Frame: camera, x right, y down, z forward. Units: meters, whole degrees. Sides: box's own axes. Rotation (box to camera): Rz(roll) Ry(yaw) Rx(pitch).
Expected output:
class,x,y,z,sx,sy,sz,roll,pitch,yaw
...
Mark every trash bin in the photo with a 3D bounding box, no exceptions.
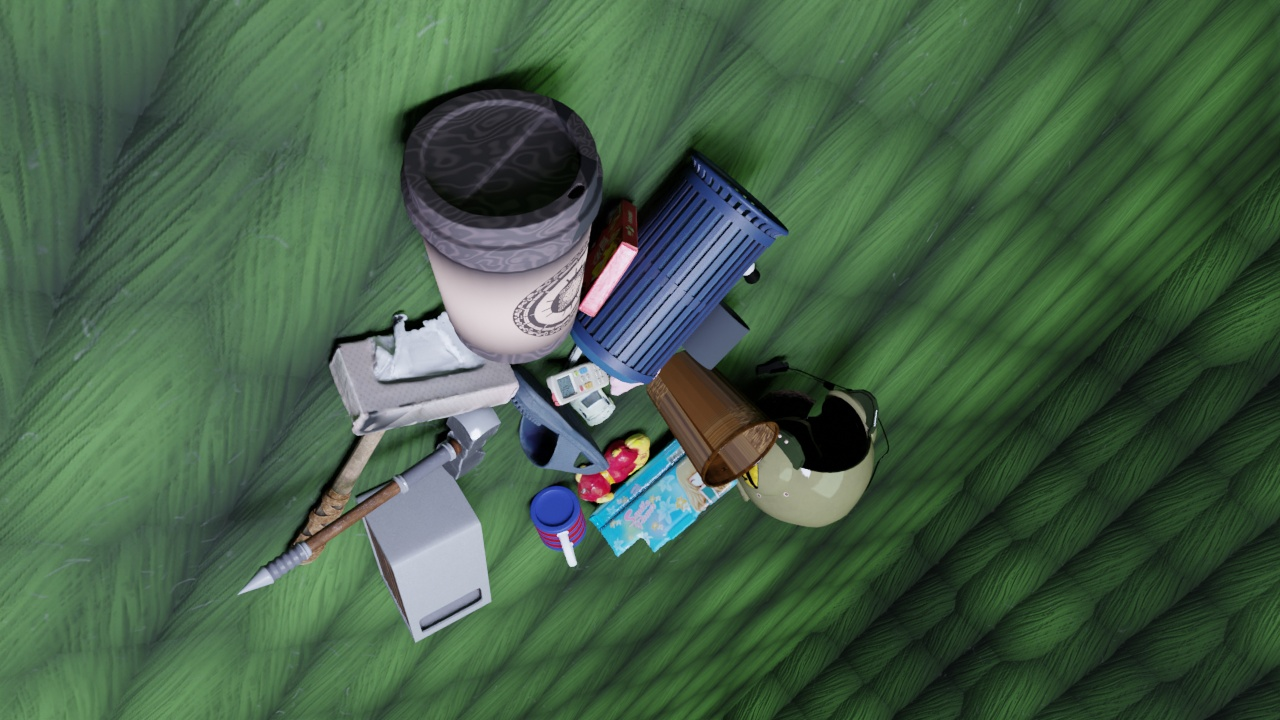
class,x,y,z,sx,sy,sz,roll,pitch,yaw
trash bin,0.034,-0.097,1.050,0.250,0.139,0.139,-49,148,16
trash bin,-0.281,0.254,1.210,0.114,0.114,0.229,-25,147,-23

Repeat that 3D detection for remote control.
class,x,y,z,sx,sy,sz,roll,pitch,yaw
remote control,-0.079,0.026,1.166,0.018,0.038,0.125,-18,-178,31

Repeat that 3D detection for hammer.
class,x,y,z,sx,sy,sz,roll,pitch,yaw
hammer,-0.301,0.160,1.030,0.321,0.043,0.156,-36,170,-33
hammer,-0.336,0.130,1.059,0.121,0.049,0.320,5,131,-46

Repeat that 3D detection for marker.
class,x,y,z,sx,sy,sz,roll,pitch,yaw
marker,0.134,-0.134,1.225,0.025,0.025,0.126,-42,150,5

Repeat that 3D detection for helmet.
class,x,y,z,sx,sy,sz,roll,pitch,yaw
helmet,0.244,0.138,1.459,0.249,0.255,0.233,-20,142,-29

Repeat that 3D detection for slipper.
class,x,y,z,sx,sy,sz,roll,pitch,yaw
slipper,-0.121,0.097,1.190,0.082,0.101,0.263,-40,146,0

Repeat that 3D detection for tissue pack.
class,x,y,z,sx,sy,sz,roll,pitch,yaw
tissue pack,-0.224,0.006,0.963,0.181,0.104,0.071,-12,156,-35

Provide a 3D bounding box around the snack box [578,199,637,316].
class,x,y,z,sx,sy,sz,roll,pitch,yaw
snack box,-0.034,-0.112,0.985,0.021,0.132,0.089,29,114,-16

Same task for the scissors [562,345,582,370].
class,x,y,z,sx,sy,sz,roll,pitch,yaw
scissors,-0.055,-0.042,1.156,0.090,0.014,0.172,-17,141,-29

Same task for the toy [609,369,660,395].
class,x,y,z,sx,sy,sz,roll,pitch,yaw
toy,-0.007,0.007,1.229,0.095,0.053,0.099,-46,153,-26

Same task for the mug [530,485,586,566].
class,x,y,z,sx,sy,sz,roll,pitch,yaw
mug,-0.119,0.256,1.390,0.075,0.111,0.076,-18,147,-5

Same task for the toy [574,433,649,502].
class,x,y,z,sx,sy,sz,roll,pitch,yaw
toy,-0.039,0.163,1.404,0.137,0.067,0.106,-37,154,-17

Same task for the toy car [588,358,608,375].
class,x,y,z,sx,sy,sz,roll,pitch,yaw
toy car,-0.022,-0.029,1.170,0.100,0.051,0.048,-48,-168,12

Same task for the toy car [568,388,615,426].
class,x,y,z,sx,sy,sz,roll,pitch,yaw
toy car,-0.065,0.061,1.267,0.048,0.033,0.105,-39,151,-3

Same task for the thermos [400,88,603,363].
class,x,y,z,sx,sy,sz,roll,pitch,yaw
thermos,-0.123,-0.110,0.854,0.172,0.172,0.227,-27,154,-20

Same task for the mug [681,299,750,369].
class,x,y,z,sx,sy,sz,roll,pitch,yaw
mug,0.088,-0.048,1.260,0.105,0.071,0.077,36,105,-31

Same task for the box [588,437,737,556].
class,x,y,z,sx,sy,sz,roll,pitch,yaw
box,0.024,0.201,1.448,0.227,0.172,0.083,-42,120,6

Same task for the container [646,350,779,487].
class,x,y,z,sx,sy,sz,roll,pitch,yaw
container,0.096,0.077,1.325,0.132,0.167,0.132,-27,148,-19
